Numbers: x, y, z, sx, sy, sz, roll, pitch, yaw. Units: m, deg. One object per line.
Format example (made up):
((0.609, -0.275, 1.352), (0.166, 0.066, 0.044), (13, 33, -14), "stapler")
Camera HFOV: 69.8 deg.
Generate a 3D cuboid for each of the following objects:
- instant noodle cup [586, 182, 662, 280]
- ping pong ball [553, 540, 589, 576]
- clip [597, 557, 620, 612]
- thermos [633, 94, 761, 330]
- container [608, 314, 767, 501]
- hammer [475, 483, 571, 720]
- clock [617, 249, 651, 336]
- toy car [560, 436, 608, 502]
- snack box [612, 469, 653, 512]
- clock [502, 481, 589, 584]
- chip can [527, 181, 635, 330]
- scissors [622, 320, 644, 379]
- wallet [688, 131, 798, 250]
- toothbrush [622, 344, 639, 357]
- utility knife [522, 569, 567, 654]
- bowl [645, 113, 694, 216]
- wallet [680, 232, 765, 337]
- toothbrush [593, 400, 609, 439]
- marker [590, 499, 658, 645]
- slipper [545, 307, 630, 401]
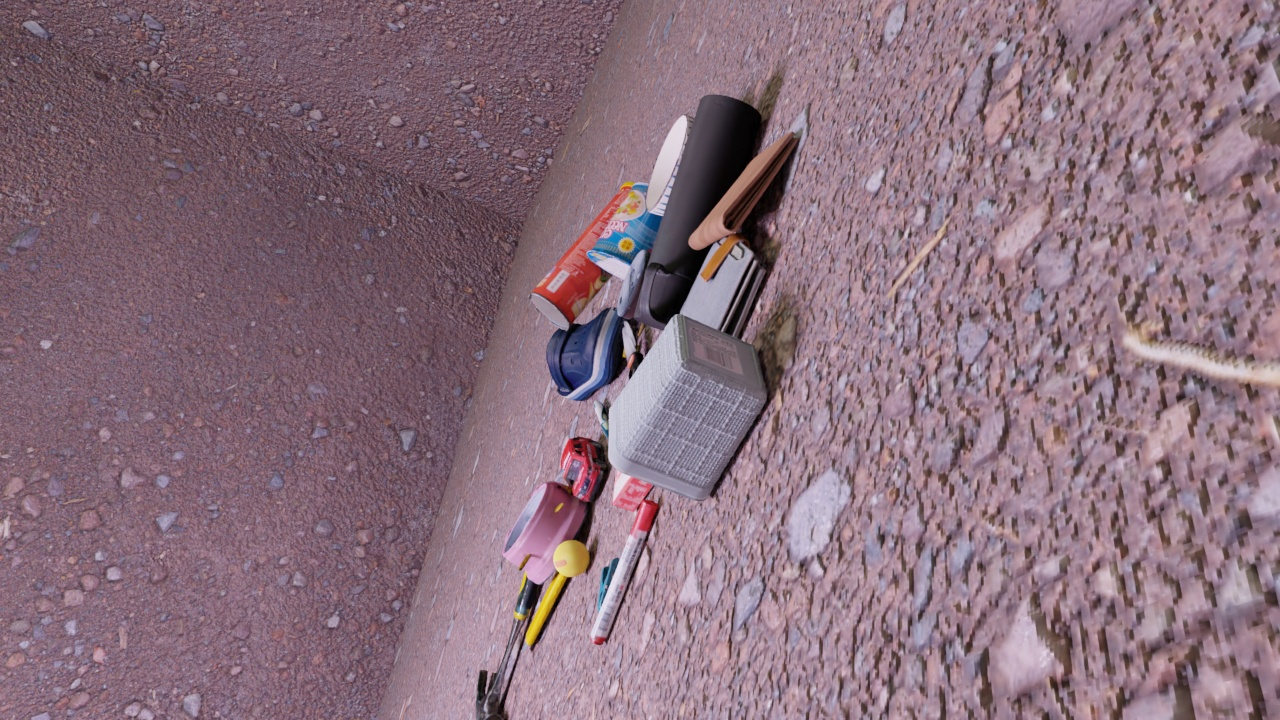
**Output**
((-0.001, -0.161, 1.164), (0.110, 0.099, 0.099), (-65, 13, -8), "instant noodle cup")
((-0.076, 0.220, 1.017), (0.040, 0.040, 0.040), (-161, 91, -77), "ping pong ball")
((-0.031, 0.222, 0.898), (0.034, 0.013, 0.055), (128, 159, -55), "clip")
((0.055, -0.151, 0.942), (0.090, 0.068, 0.242), (31, -104, -68), "thermos")
((0.038, 0.034, 0.732), (0.112, 0.090, 0.089), (-60, 17, 28), "container")
((-0.154, 0.317, 1.207), (0.126, 0.032, 0.323), (169, 119, -74), "hammer")
((0.017, -0.090, 1.055), (0.081, 0.055, 0.122), (-85, 21, -48), "clock")
((-0.072, 0.130, 1.120), (0.120, 0.045, 0.053), (-127, 56, -71), "toy car")
((0.015, 0.074, 0.895), (0.075, 0.025, 0.153), (-85, 20, -49), "snack box")
((-0.120, 0.205, 1.126), (0.117, 0.060, 0.158), (-59, 8, -7), "clock")
((-0.057, -0.142, 1.233), (0.216, 0.073, 0.073), (-52, 7, -19), "chip can")
((-0.013, 0.022, 1.057), (0.235, 0.021, 0.139), (-149, 76, -72), "scissors")
((0.096, -0.158, 0.864), (0.115, 0.020, 0.101), (-53, 10, -10), "wallet")
((-0.015, 0.042, 1.075), (0.189, 0.016, 0.016), (-86, 21, -49), "toothbrush")
((-0.112, 0.295, 1.106), (0.033, 0.015, 0.177), (-79, 13, -63), "utility knife")
((0.057, -0.214, 1.046), (0.116, 0.066, 0.116), (-162, 91, -76), "bowl")
((0.072, -0.066, 0.846), (0.129, 0.037, 0.107), (-112, 43, -70), "wallet")
((-0.040, 0.078, 1.132), (0.018, 0.016, 0.191), (-58, 16, 8), "toothbrush")
((-0.016, 0.199, 0.861), (0.017, 0.017, 0.145), (-137, 67, -75), "marker")
((-0.083, -0.013, 1.266), (0.253, 0.095, 0.105), (135, 149, -68), "slipper")
